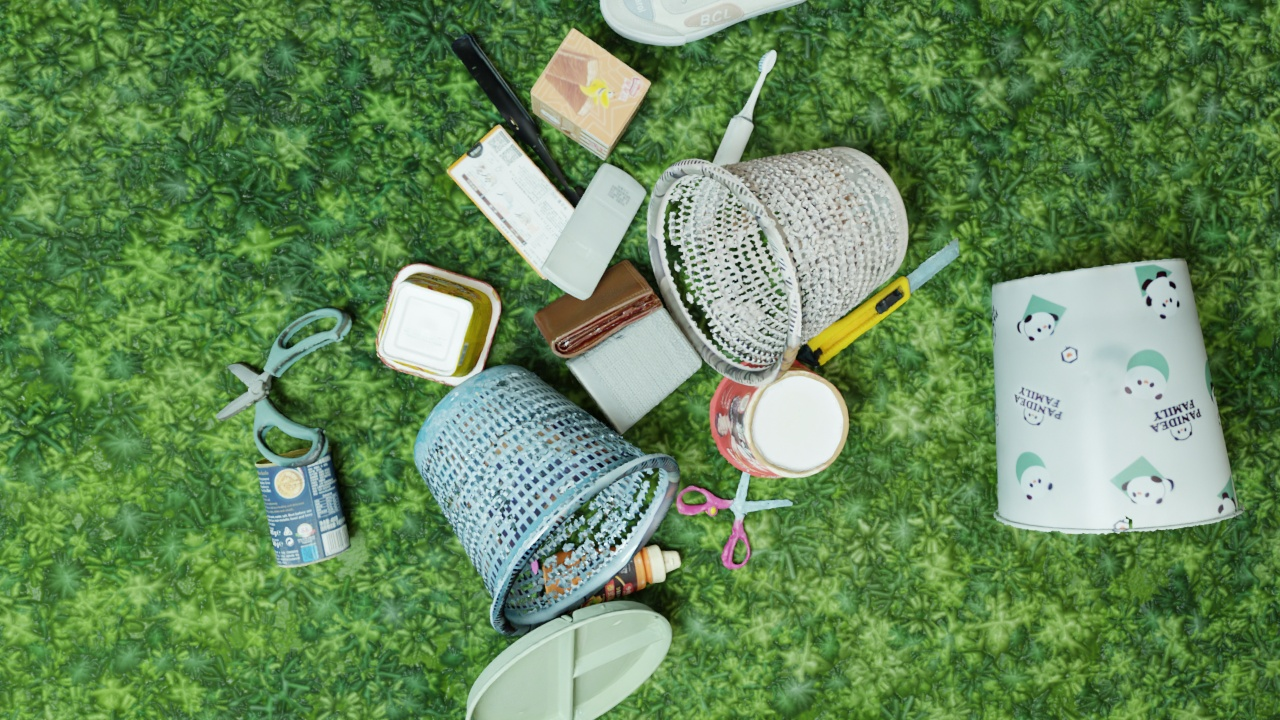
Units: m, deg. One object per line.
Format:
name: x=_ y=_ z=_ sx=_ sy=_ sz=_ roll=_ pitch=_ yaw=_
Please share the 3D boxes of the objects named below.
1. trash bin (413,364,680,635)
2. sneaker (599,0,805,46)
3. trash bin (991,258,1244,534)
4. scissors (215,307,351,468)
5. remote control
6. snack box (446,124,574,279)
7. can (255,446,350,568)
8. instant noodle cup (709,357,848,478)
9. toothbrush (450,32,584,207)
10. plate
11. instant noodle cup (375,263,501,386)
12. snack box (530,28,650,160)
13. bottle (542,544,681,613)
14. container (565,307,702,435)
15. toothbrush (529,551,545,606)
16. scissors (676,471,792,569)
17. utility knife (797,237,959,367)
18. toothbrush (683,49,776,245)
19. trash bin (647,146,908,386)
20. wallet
trash bin: x=-0.107 y=0.117 z=0.896 sx=0.226 sy=0.226 sz=0.195 roll=-46 pitch=65 yaw=-1
sneaker: x=0.079 y=-0.387 z=0.940 sx=0.242 sy=0.091 sz=0.089 roll=-14 pitch=94 yaw=-3
trash bin: x=0.474 y=0.033 z=0.949 sx=0.229 sy=0.229 sz=0.252 roll=-7 pitch=90 yaw=-5
scissors: x=-0.347 y=0.027 z=0.932 sx=0.174 sy=0.019 sz=0.170 roll=-42 pitch=62 yaw=-7
remote control: x=-0.048 y=-0.135 z=0.955 sx=0.058 sy=0.021 sz=0.149 roll=33 pitch=66 yaw=-14
snack box: x=-0.125 y=-0.166 z=0.970 sx=0.075 sy=0.026 sz=0.154 roll=-42 pitch=97 yaw=-2
can: x=-0.348 y=0.151 z=0.949 sx=0.075 sy=0.075 sz=0.111 roll=-10 pitch=95 yaw=-5
instant noodle cup: x=0.148 y=0.063 z=0.968 sx=0.138 sy=0.108 sz=0.138 roll=0 pitch=91 yaw=-6
toothbrush: x=-0.124 y=-0.249 z=0.966 sx=0.026 sy=0.027 sz=0.212 roll=-30 pitch=100 yaw=42
plate: x=-0.073 y=0.321 z=0.942 sx=0.229 sy=0.027 sz=0.231 roll=-19 pitch=139 yaw=-18
instant noodle cup: x=-0.208 y=-0.034 z=0.924 sx=0.116 sy=0.123 sz=0.116 roll=17 pitch=93 yaw=-6
snack box: x=-0.052 y=-0.268 z=0.936 sx=0.094 sy=0.093 sz=0.077 roll=33 pitch=90 yaw=-6
bottle: x=-0.029 y=0.230 z=0.995 sx=0.149 sy=0.067 sz=0.067 roll=-9 pitch=95 yaw=-11
container: x=-0.006 y=0.006 z=0.965 sx=0.114 sy=0.090 sz=0.090 roll=-37 pitch=97 yaw=-5
toothbrush: x=-0.119 y=0.218 z=1.009 sx=0.014 sy=0.018 sz=0.189 roll=-12 pitch=92 yaw=-5
scissors: x=0.106 y=0.170 z=1.023 sx=0.133 sy=0.017 sz=0.136 roll=-3 pitch=91 yaw=-9
utility knife: x=0.268 y=-0.065 z=1.015 sx=0.230 sy=0.015 sz=0.033 roll=-37 pitch=102 yaw=-7
toothbrush: x=0.098 y=-0.230 z=0.986 sx=0.026 sy=0.026 sz=0.221 roll=22 pitch=92 yaw=-32
trash bin: x=0.146 y=-0.114 z=0.909 sx=0.191 sy=0.228 sz=0.227 roll=-25 pitch=96 yaw=-25
wallet: x=-0.048 y=-0.054 z=0.951 sx=0.124 sy=0.101 sz=0.032 roll=-29 pitch=120 yaw=-3
